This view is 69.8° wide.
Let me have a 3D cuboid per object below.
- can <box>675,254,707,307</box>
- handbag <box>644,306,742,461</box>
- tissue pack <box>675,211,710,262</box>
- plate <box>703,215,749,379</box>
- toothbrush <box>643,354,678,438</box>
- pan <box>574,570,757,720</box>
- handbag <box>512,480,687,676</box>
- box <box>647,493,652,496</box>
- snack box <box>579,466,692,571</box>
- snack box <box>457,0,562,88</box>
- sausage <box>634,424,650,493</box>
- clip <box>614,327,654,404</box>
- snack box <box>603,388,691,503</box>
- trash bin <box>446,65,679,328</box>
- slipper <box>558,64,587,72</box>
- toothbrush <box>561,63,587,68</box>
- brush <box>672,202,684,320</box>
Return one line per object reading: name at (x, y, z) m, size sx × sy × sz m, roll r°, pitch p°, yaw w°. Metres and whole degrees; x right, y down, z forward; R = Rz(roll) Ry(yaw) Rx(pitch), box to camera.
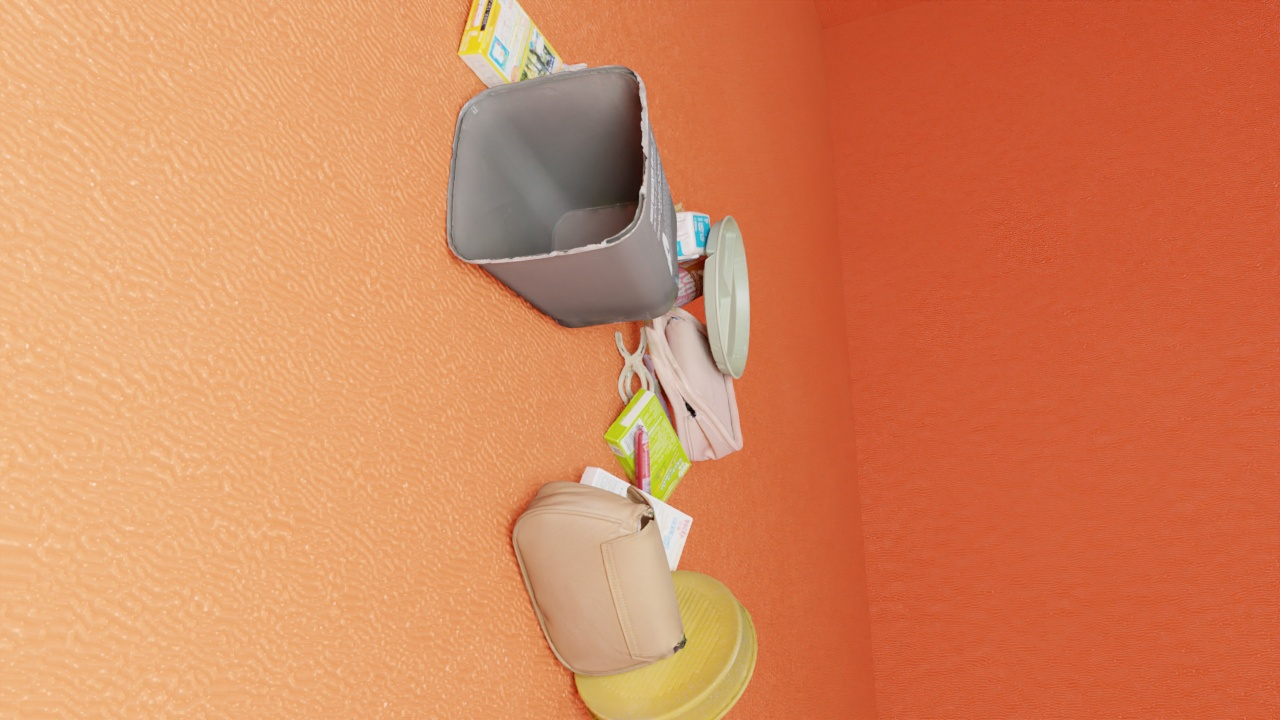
can at (0.064, -0.113, 1.340) m, size 0.146 × 0.058 × 0.058 m, roll -30°, pitch 113°, yaw -44°
handbag at (0.059, 0.014, 1.257) m, size 0.234 × 0.093 × 0.193 m, roll 56°, pitch 22°, yaw -52°
tissue pack at (0.042, -0.164, 1.247) m, size 0.139 × 0.090 × 0.063 m, roll -20°, pitch 103°, yaw -71°
plate at (0.123, -0.088, 1.297) m, size 0.230 × 0.027 × 0.230 m, roll -1°, pitch 89°, yaw -73°
toothbrush at (0.038, 0.074, 1.330) m, size 0.021 × 0.029 × 0.189 m, roll -29°, pitch 119°, yaw -22°
pan at (-0.011, 0.371, 0.928) m, size 0.356 × 0.198 × 0.078 m, roll -51°, pitch 128°, yaw -35°
handbag at (-0.037, 0.211, 0.909) m, size 0.099 × 0.148 × 0.205 m, roll -57°, pitch 139°, yaw -57°
box at (-0.008, 0.242, 1.122) m, size 0.075 × 0.076 × 0.164 m, roll -55°, pitch 139°, yaw -75°
snack box at (-0.013, 0.188, 1.037) m, size 0.156 × 0.027 × 0.084 m, roll 33°, pitch 69°, yaw -34°
snack box at (-0.136, -0.325, 0.984) m, size 0.140 × 0.034 × 0.086 m, roll 37°, pitch 62°, yaw -58°
sausage at (0.003, 0.155, 1.146) m, size 0.020 × 0.020 × 0.156 m, roll -27°, pitch 118°, yaw -68°
clip at (-0.018, 0.010, 1.208) m, size 0.034 × 0.077 × 0.103 m, roll 0°, pitch 72°, yaw -67°
snack box at (0.012, 0.118, 1.194) m, size 0.085 × 0.026 × 0.156 m, roll -53°, pitch 137°, yaw -25°
trash bin at (-0.058, -0.148, 0.942) m, size 0.220 × 0.199 × 0.198 m, roll 50°, pitch 37°, yaw -63°
slipper at (-0.046, -0.279, 1.071) m, size 0.245 × 0.074 × 0.104 m, roll -117°, pitch -174°, yaw -85°
toothbrush at (-0.111, -0.356, 1.103) m, size 0.020 × 0.029 × 0.189 m, roll 40°, pitch 21°, yaw 10°
brush at (0.048, -0.122, 1.396) m, size 0.083 × 0.046 × 0.254 m, roll -17°, pitch 104°, yaw -70°
